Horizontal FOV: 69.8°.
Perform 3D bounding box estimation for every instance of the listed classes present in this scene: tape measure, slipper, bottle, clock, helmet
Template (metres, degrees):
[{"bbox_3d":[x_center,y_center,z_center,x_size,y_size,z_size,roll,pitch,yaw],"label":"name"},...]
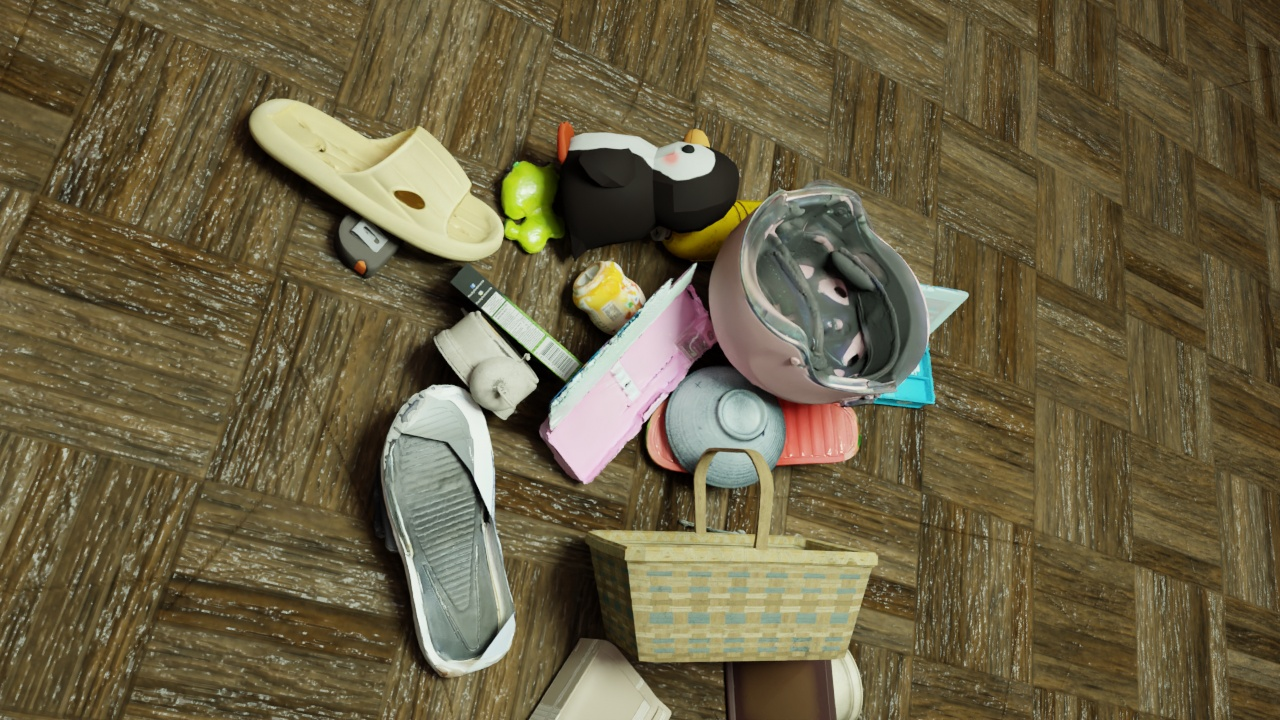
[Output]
[{"bbox_3d":[-0.265,-0.118,0.892,0.059,0.038,0.058,41,60,-11],"label":"tape measure"},{"bbox_3d":[-0.182,0.155,0.843,0.111,0.063,0.264,-14,94,-31],"label":"slipper"},{"bbox_3d":[-0.022,-0.055,0.991,0.109,0.063,0.063,47,58,-25],"label":"bottle"},{"bbox_3d":[0.088,-0.152,1.074,0.163,0.071,0.071,-5,77,-29],"label":"bottle"},{"bbox_3d":[-0.135,0.006,0.858,0.061,0.157,0.103,-40,117,-2],"label":"clock"},{"bbox_3d":[0.183,0.321,0.965,0.054,0.093,0.140,-3,85,-25],"label":"clock"},{"bbox_3d":[0.179,-0.052,0.966,0.254,0.153,0.229,-3,70,-35],"label":"helmet"},{"bbox_3d":[-0.244,-0.187,0.883,0.261,0.079,0.111,28,38,-13],"label":"slipper"},{"bbox_3d":[0.122,0.082,1.027,0.248,0.059,0.103,-1,72,-14],"label":"slipper"}]

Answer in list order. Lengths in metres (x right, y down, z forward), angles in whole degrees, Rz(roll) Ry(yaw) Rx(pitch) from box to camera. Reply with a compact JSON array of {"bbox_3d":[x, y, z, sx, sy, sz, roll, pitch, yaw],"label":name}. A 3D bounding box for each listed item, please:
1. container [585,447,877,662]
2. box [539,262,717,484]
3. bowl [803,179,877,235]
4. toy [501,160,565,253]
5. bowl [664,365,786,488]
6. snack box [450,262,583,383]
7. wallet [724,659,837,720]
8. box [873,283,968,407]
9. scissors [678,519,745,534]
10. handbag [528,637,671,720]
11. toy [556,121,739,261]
[{"bbox_3d":[0.083,0.177,0.871,0.249,0.158,0.186,5,84,-18],"label":"container"},{"bbox_3d":[-0.015,0.000,0.930,0.063,0.160,0.230,29,65,30],"label":"box"},{"bbox_3d":[0.224,-0.144,1.138,0.144,0.067,0.144,15,63,-33],"label":"bowl"},{"bbox_3d":[-0.116,-0.168,0.990,0.094,0.036,0.093,-40,100,-25],"label":"toy"},{"bbox_3d":[0.099,0.062,0.964,0.137,0.057,0.137,4,72,-13],"label":"bowl"},{"bbox_3d":[-0.124,-0.039,0.917,0.147,0.080,0.025,42,87,-11],"label":"snack box"},{"bbox_3d":[0.140,0.342,0.934,0.018,0.116,0.091,21,62,-55],"label":"wallet"},{"bbox_3d":[0.278,-0.030,1.133,0.227,0.085,0.170,6,105,-26],"label":"box"},{"bbox_3d":[0.119,0.194,1.012,0.161,0.117,0.014,17,93,11],"label":"scissors"},{"bbox_3d":[-0.023,0.394,0.861,0.198,0.062,0.175,45,60,-15],"label":"handbag"},{"bbox_3d":[0.012,-0.174,0.973,0.184,0.159,0.140,2,90,9],"label":"toy"}]
